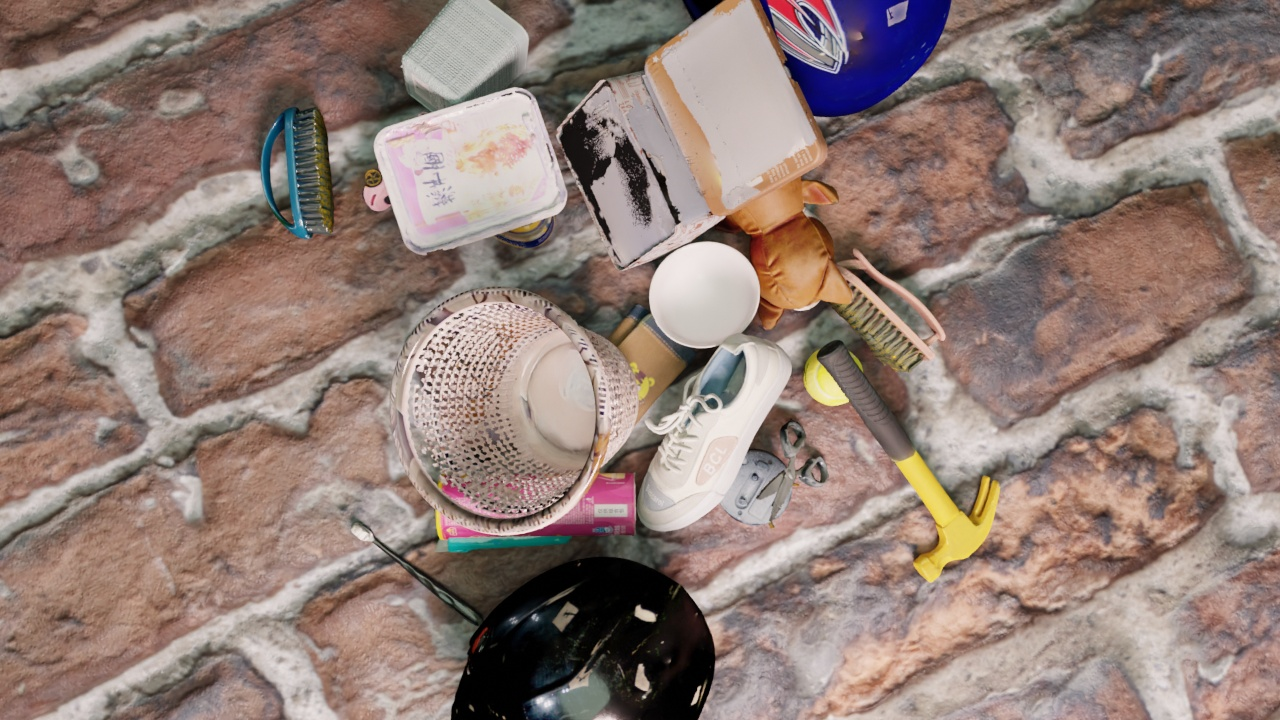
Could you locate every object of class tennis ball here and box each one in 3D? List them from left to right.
[{"bbox_3d":[0.212,0.017,1.011,0.065,0.065,0.065,0,88,-3],"label":"tennis ball"}]

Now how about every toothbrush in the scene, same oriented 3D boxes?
[{"bbox_3d":[-0.246,0.237,1.011,0.181,0.018,0.015,38,84,-2],"label":"toothbrush"}]

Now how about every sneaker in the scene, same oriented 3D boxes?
[{"bbox_3d":[0.060,0.077,0.956,0.089,0.090,0.242,42,105,40],"label":"sneaker"}]

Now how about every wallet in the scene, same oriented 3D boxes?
[{"bbox_3d":[-0.006,0.006,1.021,0.090,0.033,0.115,41,91,-2],"label":"wallet"}]

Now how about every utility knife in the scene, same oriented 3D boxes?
[{"bbox_3d":[-0.151,0.196,1.018,0.151,0.013,0.029,-2,91,-5],"label":"utility knife"}]

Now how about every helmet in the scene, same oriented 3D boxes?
[{"bbox_3d":[-0.054,0.321,0.912,0.233,0.231,0.273,40,48,-1],"label":"helmet"},{"bbox_3d":[0.171,-0.406,0.936,0.247,0.240,0.315,-41,90,-5],"label":"helmet"}]

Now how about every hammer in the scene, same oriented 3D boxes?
[{"bbox_3d":[0.284,0.099,0.992,0.128,0.033,0.301,-40,107,-3],"label":"hammer"}]

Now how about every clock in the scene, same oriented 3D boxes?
[{"bbox_3d":[0.111,0.130,1.009,0.122,0.055,0.082,31,88,0],"label":"clock"}]

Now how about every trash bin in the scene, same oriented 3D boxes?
[{"bbox_3d":[-0.101,0.043,0.916,0.228,0.191,0.227,1,92,20],"label":"trash bin"}]

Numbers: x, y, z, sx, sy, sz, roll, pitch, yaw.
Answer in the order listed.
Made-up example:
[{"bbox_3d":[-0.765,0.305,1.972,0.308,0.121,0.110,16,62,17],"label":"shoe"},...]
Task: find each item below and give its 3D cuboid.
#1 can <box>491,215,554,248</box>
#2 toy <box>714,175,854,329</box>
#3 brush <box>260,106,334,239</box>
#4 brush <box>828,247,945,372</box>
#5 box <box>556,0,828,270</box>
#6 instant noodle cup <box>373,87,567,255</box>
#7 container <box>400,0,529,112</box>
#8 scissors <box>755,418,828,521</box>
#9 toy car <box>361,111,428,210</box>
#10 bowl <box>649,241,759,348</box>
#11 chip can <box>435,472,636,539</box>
[{"bbox_3d":[-0.163,-0.180,1.009,0.148,0.049,0.074,32,88,-2],"label":"can"},{"bbox_3d":[0.155,-0.141,0.993,0.130,0.140,0.199,-17,87,-41],"label":"toy"},{"bbox_3d":[-0.374,-0.203,0.997,0.073,0.055,0.144,-6,89,-3],"label":"brush"},{"bbox_3d":[0.267,-0.055,1.018,0.073,0.063,0.145,-44,89,1],"label":"brush"},{"bbox_3d":[0.042,-0.221,0.920,0.105,0.261,0.178,-24,89,-35],"label":"box"},{"bbox_3d":[-0.173,-0.191,0.953,0.173,0.060,0.138,-18,89,-2],"label":"instant noodle cup"},{"bbox_3d":[-0.189,-0.318,0.981,0.090,0.090,0.111,37,76,-1],"label":"container"},{"bbox_3d":[0.162,0.124,0.969,0.014,0.168,0.156,-33,130,30],"label":"scissors"},{"bbox_3d":[-0.257,-0.215,1.003,0.037,0.056,0.122,36,87,3],"label":"toy car"},{"bbox_3d":[0.073,-0.063,1.002,0.118,0.065,0.118,-3,76,11],"label":"bowl"},{"bbox_3d":[-0.110,0.157,0.992,0.210,0.071,0.071,0,88,-3],"label":"chip can"}]
